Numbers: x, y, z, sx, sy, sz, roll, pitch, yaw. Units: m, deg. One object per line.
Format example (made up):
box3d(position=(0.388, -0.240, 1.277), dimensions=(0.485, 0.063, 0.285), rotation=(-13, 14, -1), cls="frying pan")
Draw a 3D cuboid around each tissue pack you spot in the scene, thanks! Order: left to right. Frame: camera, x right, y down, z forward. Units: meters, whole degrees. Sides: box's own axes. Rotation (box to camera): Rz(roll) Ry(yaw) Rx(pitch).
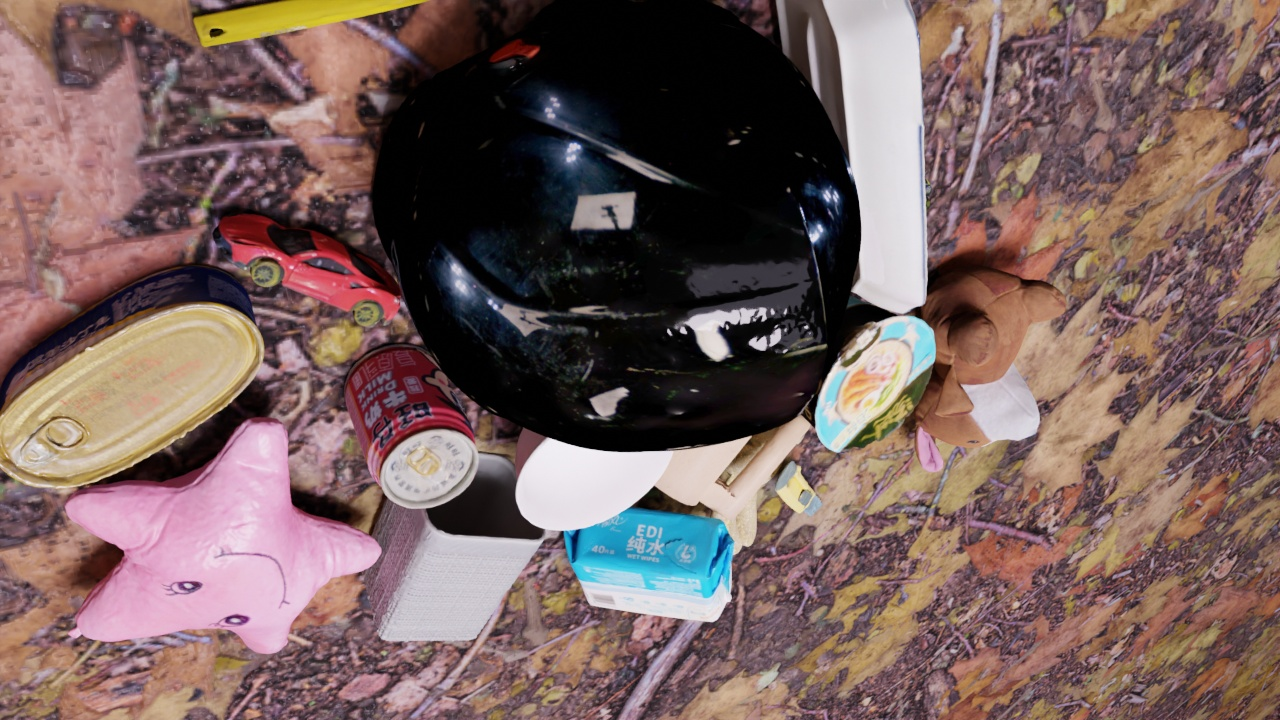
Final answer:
box3d(position=(0.008, 0.160, 0.741), dimensions=(0.140, 0.063, 0.090), rotation=(4, 144, 13), cls="tissue pack")

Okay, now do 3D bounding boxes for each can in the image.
box3d(position=(-0.280, 0.008, 0.504), dimensions=(0.148, 0.049, 0.075), rotation=(-34, 133, -4), cls="can")
box3d(position=(-0.144, 0.041, 0.578), dimensions=(0.066, 0.093, 0.067), rotation=(-16, 130, -20), cls="can")

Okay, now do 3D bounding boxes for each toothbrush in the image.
box3d(position=(-0.128, -0.185, 0.471), dimensions=(0.189, 0.016, 0.016), rotation=(-18, 130, -18), cls="toothbrush")

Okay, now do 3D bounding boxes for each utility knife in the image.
box3d(position=(0.142, 0.118, 0.817), dimensions=(0.031, 0.021, 0.207), rotation=(-49, 160, -1), cls="utility knife")

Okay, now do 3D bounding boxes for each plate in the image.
box3d(position=(0.124, -0.143, 0.559), dimensions=(0.034, 0.161, 0.266), rotation=(-18, 133, 1), cls="plate")

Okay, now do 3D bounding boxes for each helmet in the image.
box3d(position=(-0.014, -0.061, 0.501), dimensions=(0.275, 0.229, 0.234), rotation=(-8, 127, -1), cls="helmet")

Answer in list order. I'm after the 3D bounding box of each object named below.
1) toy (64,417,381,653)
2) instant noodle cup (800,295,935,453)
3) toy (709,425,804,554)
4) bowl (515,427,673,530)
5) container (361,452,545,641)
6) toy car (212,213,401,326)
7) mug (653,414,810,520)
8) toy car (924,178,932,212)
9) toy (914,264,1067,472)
box3d(position=(-0.270, 0.132, 0.586), dimensions=(0.178, 0.074, 0.195), rotation=(-27, 134, -10), cls="toy")
box3d(position=(0.136, -0.009, 0.683), dimensions=(0.111, 0.120, 0.111), rotation=(-18, 127, -26), cls="instant noodle cup")
box3d(position=(0.097, 0.092, 0.777), dimensions=(0.105, 0.066, 0.157), rotation=(-1, 117, -37), cls="toy")
box3d(position=(-0.042, 0.054, 0.639), dimensions=(0.118, 0.064, 0.118), rotation=(-18, 137, -18), cls="bowl")
box3d(position=(-0.141, 0.135, 0.658), dimensions=(0.090, 0.090, 0.114), rotation=(13, 119, -36), cls="container")
box3d(position=(-0.184, -0.054, 0.514), dimensions=(0.106, 0.049, 0.031), rotation=(23, 109, -40), cls="toy car")
box3d(position=(0.059, 0.055, 0.707), dimensions=(0.124, 0.084, 0.103), rotation=(35, 101, -22), cls="mug")
box3d(position=(0.180, -0.102, 0.706), dimensions=(0.048, 0.032, 0.105), rotation=(-1, 135, -30), cls="toy car")
box3d(position=(0.303, 0.013, 0.811), dimensions=(0.140, 0.130, 0.200), rotation=(-25, 142, -20), cls="toy")
